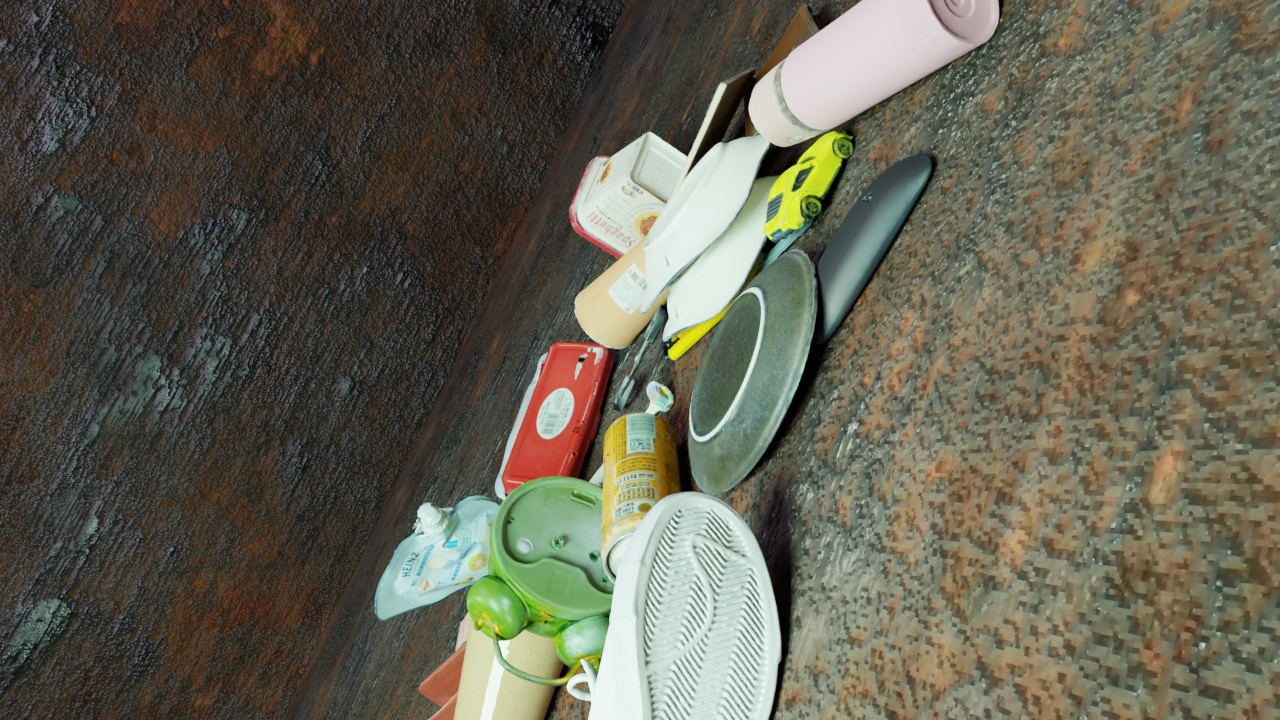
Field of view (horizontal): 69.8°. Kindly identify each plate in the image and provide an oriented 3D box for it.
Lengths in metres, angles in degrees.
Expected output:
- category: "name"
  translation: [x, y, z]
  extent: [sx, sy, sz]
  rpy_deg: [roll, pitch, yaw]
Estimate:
- category: "plate"
  translation: [0.067, 0.005, 0.631]
  extent: [0.179, 0.024, 0.179]
  rpy_deg: [-162, 91, -79]
- category: "plate"
  translation: [0.048, -0.129, 0.776]
  extent: [0.165, 0.034, 0.163]
  rpy_deg: [-42, 17, 48]
- category: "plate"
  translation: [0.067, -0.097, 0.784]
  extent: [0.163, 0.034, 0.164]
  rpy_deg: [-59, 12, -17]

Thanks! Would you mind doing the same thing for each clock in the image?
- category: "clock"
  translation: [-0.061, 0.160, 0.672]
  extent: [0.160, 0.116, 0.056]
  rpy_deg: [-75, 8, -48]

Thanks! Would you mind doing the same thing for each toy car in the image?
- category: "toy car"
  translation: [0.123, -0.136, 0.692]
  extent: [0.105, 0.032, 0.048]
  rpy_deg: [-57, 13, -22]

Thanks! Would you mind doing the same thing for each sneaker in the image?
- category: "sneaker"
  translation: [0.008, 0.189, 0.465]
  extent: [0.091, 0.089, 0.241]
  rpy_deg: [136, 150, -60]

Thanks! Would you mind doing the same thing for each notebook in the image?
- category: "notebook"
  translation: [0.068, -0.216, 0.918]
  extent: [0.148, 0.008, 0.207]
  rpy_deg: [-65, -4, 25]

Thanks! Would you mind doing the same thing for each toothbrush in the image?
- category: "toothbrush"
  translation: [-0.026, 0.092, 0.842]
  extent: [0.020, 0.029, 0.190]
  rpy_deg: [-14, -34, -51]

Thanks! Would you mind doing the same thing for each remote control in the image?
- category: "remote control"
  translation: [0.136, -0.072, 0.579]
  extent: [0.136, 0.024, 0.053]
  rpy_deg: [-60, 15, 9]

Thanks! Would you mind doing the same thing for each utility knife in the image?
- category: "utility knife"
  translation: [0.078, -0.061, 0.764]
  extent: [0.224, 0.015, 0.033]
  rpy_deg: [-45, 25, 46]

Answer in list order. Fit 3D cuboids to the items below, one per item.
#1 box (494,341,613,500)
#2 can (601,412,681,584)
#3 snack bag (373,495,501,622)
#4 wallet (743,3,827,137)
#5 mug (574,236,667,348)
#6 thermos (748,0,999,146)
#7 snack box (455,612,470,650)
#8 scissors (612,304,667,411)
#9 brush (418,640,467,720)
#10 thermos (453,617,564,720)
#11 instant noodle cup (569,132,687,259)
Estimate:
- category: "box"
  translation: [-0.087, 0.081, 0.994]
  extent: [0.101, 0.095, 0.200]
  rpy_deg: [76, -158, -47]
- category: "can"
  translation: [0.001, 0.099, 0.668]
  extent: [0.058, 0.058, 0.145]
  rpy_deg: [-56, 17, 24]
- category: "snack bag"
  translation: [-0.120, 0.153, 0.751]
  extent: [0.039, 0.190, 0.110]
  rpy_deg: [50, 120, 33]
- category: "wallet"
  translation: [0.140, -0.272, 0.887]
  extent: [0.125, 0.032, 0.101]
  rpy_deg: [-54, 20, 31]
- category: "mug"
  translation: [-0.005, -0.076, 0.952]
  extent: [0.123, 0.078, 0.078]
  rpy_deg: [-42, 25, 42]
- category: "thermos"
  translation: [0.160, -0.210, 0.649]
  extent: [0.199, 0.087, 0.067]
  rpy_deg: [-20, 78, 63]
- category: "snack box"
  translation: [-0.146, 0.255, 0.945]
  extent: [0.157, 0.026, 0.084]
  rpy_deg: [-56, 17, 23]
- category: "scissors"
  translation: [-0.003, 0.001, 0.846]
  extent: [0.180, 0.014, 0.160]
  rpy_deg: [-63, -3, -54]
- category: "brush"
  translation: [-0.151, 0.291, 0.835]
  extent: [0.146, 0.063, 0.069]
  rpy_deg: [-48, 9, 38]
- category: "thermos"
  translation: [-0.102, 0.248, 0.719]
  extent: [0.093, 0.093, 0.143]
  rpy_deg: [154, 132, -65]
- category: "instant noodle cup"
  translation: [-0.003, -0.191, 1.064]
  extent: [0.124, 0.116, 0.116]
  rpy_deg: [-28, 37, 54]
